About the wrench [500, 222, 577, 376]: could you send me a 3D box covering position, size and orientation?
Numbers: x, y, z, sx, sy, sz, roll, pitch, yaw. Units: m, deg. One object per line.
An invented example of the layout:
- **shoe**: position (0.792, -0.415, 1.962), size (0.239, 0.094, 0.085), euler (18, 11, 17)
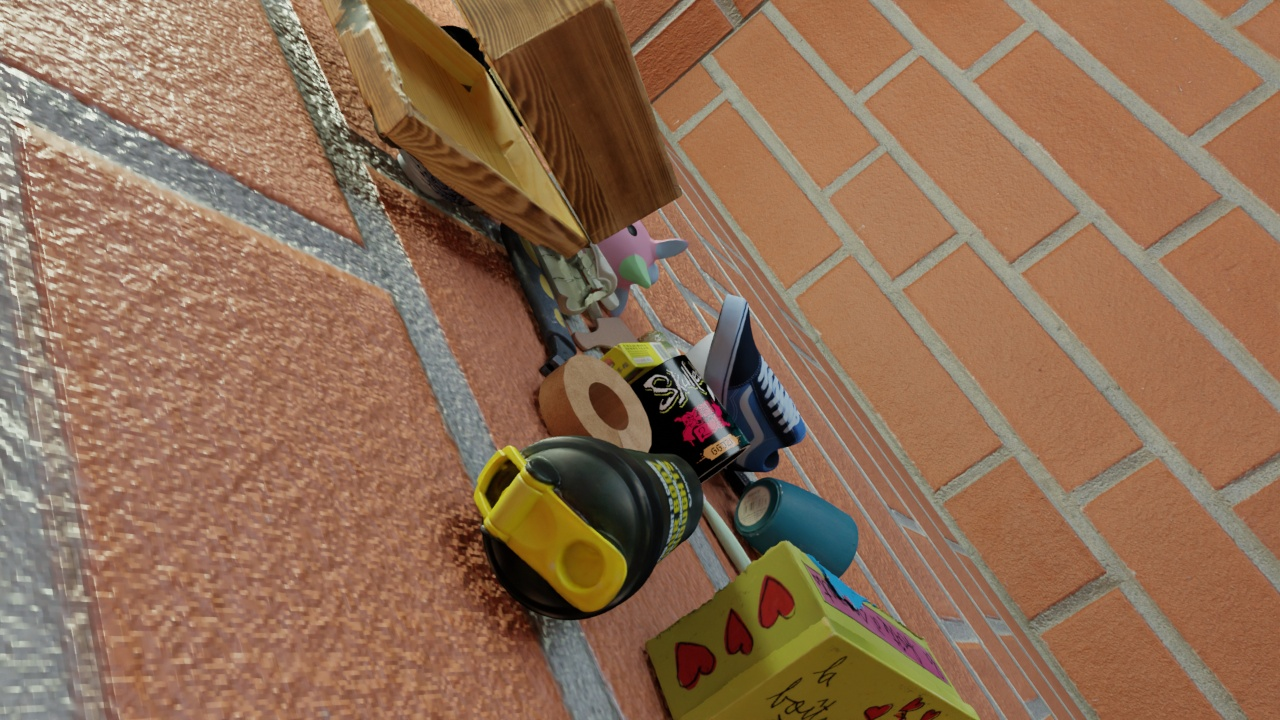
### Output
- **wrench**: position (-0.080, -0.039, 0.810), size (0.073, 0.022, 0.273), euler (35, 22, -47)

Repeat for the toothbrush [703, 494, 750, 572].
- **toothbrush**: position (0.066, 0.141, 0.835), size (0.022, 0.015, 0.154), euler (-14, 59, -36)

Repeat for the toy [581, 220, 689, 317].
- **toy**: position (-0.046, -0.158, 1.061), size (0.171, 0.120, 0.222), euler (42, 12, -17)

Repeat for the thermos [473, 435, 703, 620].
- **thermos**: position (-0.019, 0.090, 0.547), size (0.098, 0.098, 0.220), euler (54, 11, 12)

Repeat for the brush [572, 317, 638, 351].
- **brush**: position (-0.038, -0.019, 0.923), size (0.050, 0.015, 0.135), euler (54, 20, 10)

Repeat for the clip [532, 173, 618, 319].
- **clip**: position (-0.077, -0.094, 0.914), size (0.152, 0.101, 0.126), euler (88, -20, -55)

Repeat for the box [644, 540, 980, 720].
- **box**: position (0.116, 0.213, 0.596), size (0.221, 0.124, 0.079), euler (40, 15, -42)

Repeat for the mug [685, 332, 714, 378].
- **mug**: position (0.093, 0.032, 1.035), size (0.105, 0.082, 0.082), euler (45, 13, 12)

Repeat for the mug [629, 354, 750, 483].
- **mug**: position (0.023, 0.063, 0.793), size (0.117, 0.082, 0.098), euler (-22, 72, -47)

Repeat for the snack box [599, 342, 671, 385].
- **snack box**: position (-0.005, 0.005, 0.901), size (0.029, 0.040, 0.147), euler (53, 14, 9)

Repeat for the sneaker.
- **sneaker**: position (0.114, 0.029, 0.879), size (0.242, 0.098, 0.083), euler (84, 20, -51)

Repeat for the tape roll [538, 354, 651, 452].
- **tape roll**: position (-0.034, 0.042, 0.701), size (0.094, 0.027, 0.093), euler (38, 30, -27)

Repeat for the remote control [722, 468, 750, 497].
- **remote control**: position (0.096, 0.116, 0.995), size (0.136, 0.015, 0.032), euler (52, 14, 13)

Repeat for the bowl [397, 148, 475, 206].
- **bowl**: position (-0.176, -0.173, 0.798), size (0.114, 0.045, 0.114), euler (47, 15, -17)

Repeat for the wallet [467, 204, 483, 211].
- **wallet**: position (-0.168, -0.199, 0.909), size (0.118, 0.037, 0.115), euler (55, 14, -1)

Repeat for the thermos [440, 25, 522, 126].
- **thermos**: position (-0.189, -0.327, 1.061), size (0.086, 0.086, 0.198), euler (53, 14, 5)

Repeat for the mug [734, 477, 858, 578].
- **mug**: position (0.143, 0.159, 0.912), size (0.104, 0.084, 0.112), euler (34, 8, -27)

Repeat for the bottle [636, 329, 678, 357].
- **bottle**: position (0.034, 0.019, 0.987), size (0.111, 0.043, 0.043), euler (55, 14, 22)

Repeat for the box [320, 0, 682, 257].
- **box**: position (-0.122, -0.247, 0.785), size (0.279, 0.192, 0.251), euler (59, 2, 31)
